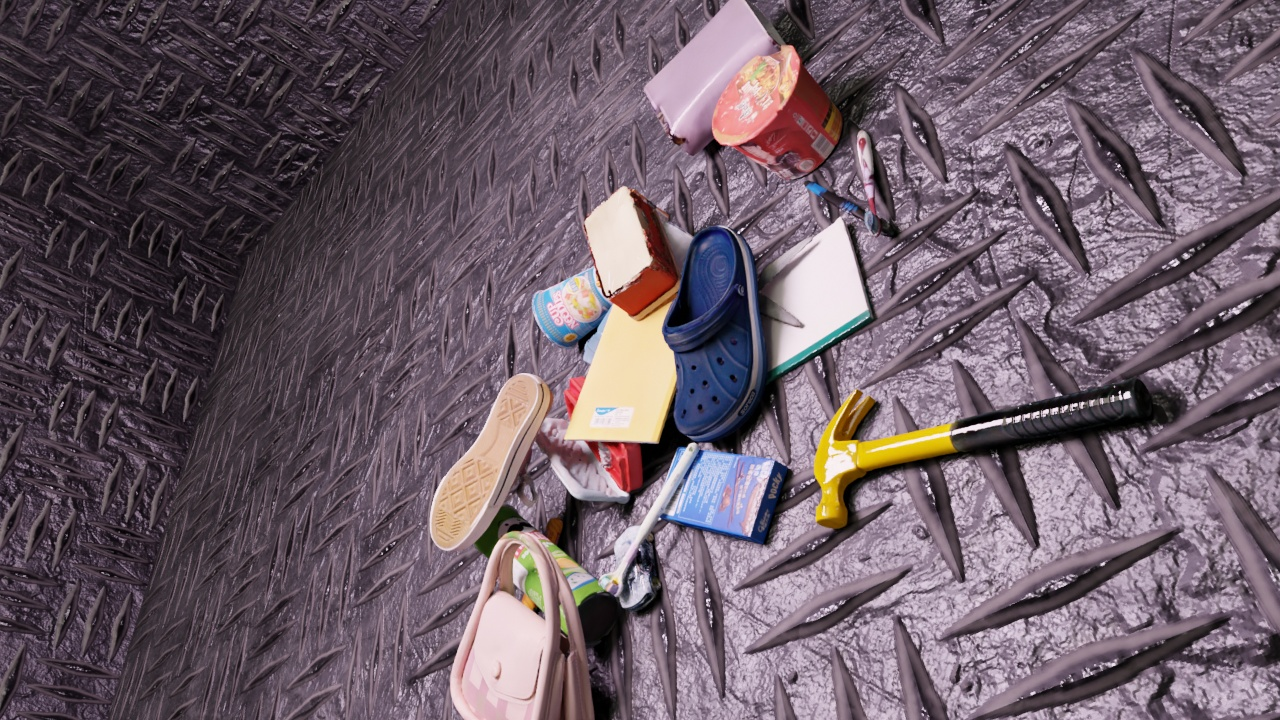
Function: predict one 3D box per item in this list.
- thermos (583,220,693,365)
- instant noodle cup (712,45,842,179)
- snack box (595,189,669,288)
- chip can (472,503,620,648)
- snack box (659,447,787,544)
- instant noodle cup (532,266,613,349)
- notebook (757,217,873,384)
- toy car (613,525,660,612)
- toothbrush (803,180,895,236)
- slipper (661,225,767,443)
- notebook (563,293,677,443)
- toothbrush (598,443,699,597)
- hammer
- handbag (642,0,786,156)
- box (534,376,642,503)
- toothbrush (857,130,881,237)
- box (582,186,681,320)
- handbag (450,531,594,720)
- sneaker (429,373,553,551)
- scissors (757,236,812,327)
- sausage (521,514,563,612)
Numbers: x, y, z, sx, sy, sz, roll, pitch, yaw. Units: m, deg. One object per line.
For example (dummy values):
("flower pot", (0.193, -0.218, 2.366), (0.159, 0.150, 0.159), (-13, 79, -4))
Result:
("thermos", (0.001, -0.080, 1.230), (0.220, 0.070, 0.070), (-56, 34, 5))
("instant noodle cup", (0.173, -0.295, 1.128), (0.138, 0.108, 0.137), (-32, 42, 35))
("snack box", (-0.010, -0.157, 1.292), (0.026, 0.075, 0.153), (-10, 57, 49))
("chip can", (-0.119, 0.254, 1.103), (0.236, 0.072, 0.072), (27, 87, 48))
("snack box", (0.084, 0.142, 0.989), (0.157, 0.026, 0.084), (1, 66, 53))
("instant noodle cup", (-0.084, -0.084, 1.326), (0.110, 0.099, 0.099), (-30, 43, 26))
("notebook", (0.163, -0.051, 1.044), (0.210, 0.012, 0.150), (-35, 42, 33))
("toy car", (-0.007, 0.232, 1.037), (0.049, 0.031, 0.105), (-38, 38, 26))
("toothbrush", (0.233, -0.178, 1.046), (0.014, 0.016, 0.189), (-49, 34, 8))
("slipper", (0.078, -0.037, 1.030), (0.105, 0.095, 0.252), (-9, 71, 44))
("notebook", (-0.007, 0.007, 1.120), (0.146, 0.010, 0.205), (-2, 58, 38))
("toothbrush", (0.013, 0.173, 1.013), (0.029, 0.020, 0.189), (30, 87, 20))
("hammer", (0.276, 0.065, 0.792), (0.302, 0.033, 0.128), (-20, 52, 44))
("handbag", (0.112, -0.398, 1.294), (0.197, 0.098, 0.144), (-42, 36, 24))
("box", (-0.079, 0.105, 1.159), (0.201, 0.100, 0.095), (-135, 36, -55))
("toothbrush", (0.251, -0.202, 1.021), (0.016, 0.017, 0.187), (-28, 38, 33))
("box", (-0.016, -0.144, 1.169), (0.091, 0.077, 0.168), (-37, 44, 20))
("handbag", (-0.129, 0.305, 1.015), (0.194, 0.093, 0.234), (13, 100, 53))
("sneaker", (-0.172, 0.134, 1.147), (0.118, 0.088, 0.241), (25, 84, 36))
("scissors", (0.115, -0.077, 1.099), (0.234, 0.021, 0.220), (-47, 42, 21))
("sausage", (-0.130, 0.275, 1.172), (0.021, 0.021, 0.165), (-6, 61, 51))
